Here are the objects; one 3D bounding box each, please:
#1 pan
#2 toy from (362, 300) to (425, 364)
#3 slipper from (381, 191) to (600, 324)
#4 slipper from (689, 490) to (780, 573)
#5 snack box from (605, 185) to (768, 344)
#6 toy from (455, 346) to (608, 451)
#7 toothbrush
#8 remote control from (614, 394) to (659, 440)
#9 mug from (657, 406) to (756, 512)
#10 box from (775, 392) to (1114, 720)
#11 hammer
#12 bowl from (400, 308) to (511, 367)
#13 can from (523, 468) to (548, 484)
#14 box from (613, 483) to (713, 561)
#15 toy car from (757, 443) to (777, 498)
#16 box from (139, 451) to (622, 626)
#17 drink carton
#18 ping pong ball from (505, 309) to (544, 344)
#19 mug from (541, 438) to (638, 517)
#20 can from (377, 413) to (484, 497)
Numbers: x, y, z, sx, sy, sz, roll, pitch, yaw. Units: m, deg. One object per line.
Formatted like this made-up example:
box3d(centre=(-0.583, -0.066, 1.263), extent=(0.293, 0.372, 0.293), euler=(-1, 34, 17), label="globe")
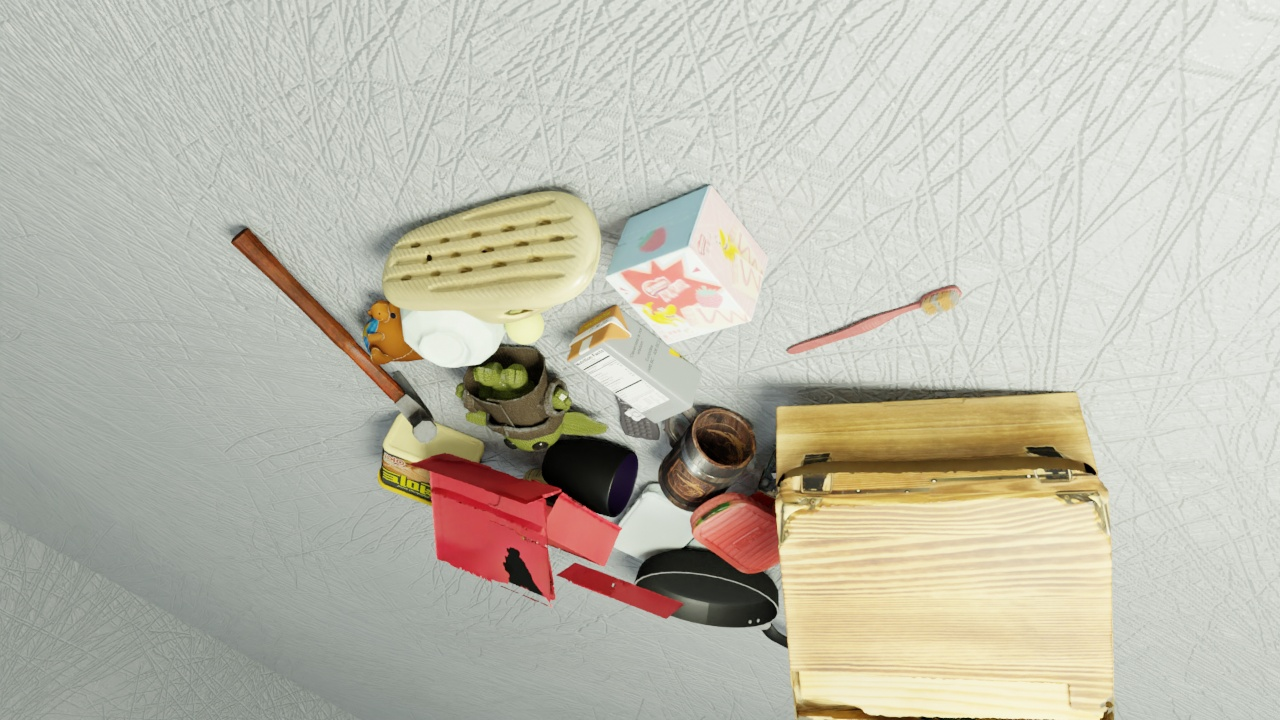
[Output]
box3d(centre=(0.149, 0.358, 1.319), extent=(0.355, 0.044, 0.205), euler=(33, 142, -28), label="pan")
box3d(centre=(-0.258, -0.034, 1.027), extent=(0.103, 0.070, 0.090), euler=(12, 137, -30), label="toy")
box3d(centre=(-0.130, -0.087, 0.850), extent=(0.262, 0.111, 0.079), euler=(-2, 161, 34), label="slipper")
box3d(centre=(0.128, 0.193, 1.088), extent=(0.104, 0.059, 0.248), euler=(-37, 144, 16), label="slipper")
box3d(centre=(0.041, -0.079, 0.783), extent=(0.093, 0.079, 0.095), euler=(-15, 132, 38), label="snack box")
box3d(centre=(-0.137, 0.048, 1.036), extent=(0.179, 0.078, 0.153), euler=(3, 145, 17), label="toy")
box3d(centre=(0.203, -0.030, 0.827), extent=(0.185, 0.015, 0.015), euler=(-21, 122, 45), label="toothbrush")
box3d(centre=(-0.006, 0.053, 1.041), extent=(0.046, 0.009, 0.125), euler=(8, 143, 16), label="remote control")
box3d(centre=(0.061, 0.099, 1.024), extent=(0.116, 0.079, 0.107), euler=(44, 145, 11), label="mug")
box3d(centre=(0.270, 0.187, 0.843), extent=(0.279, 0.263, 0.270), euler=(-3, 138, 14), label="box")
box3d(centre=(-0.344, -0.030, 1.043), extent=(0.300, 0.028, 0.111), euler=(51, 175, -26), label="hammer")
box3d(centre=(-0.196, -0.033, 0.952), extent=(0.117, 0.061, 0.118), euler=(2, 140, 2), label="bowl")
box3d(centre=(-0.114, 0.165, 1.216), extent=(0.080, 0.038, 0.038), euler=(1, 141, 24), label="can")
box3d(centre=(0.063, 0.246, 1.244), extent=(0.190, 0.037, 0.210), euler=(26, 146, -5), label="box")
box3d(centre=(0.163, 0.109, 1.003), extent=(0.047, 0.047, 0.112), euler=(17, 140, 1), label="toy car")
box3d(centre=(-0.243, 0.172, 0.990), extent=(0.215, 0.138, 0.466), euler=(11, 178, 40), label="box")
box3d(centre=(-0.006, 0.005, 0.944), extent=(0.125, 0.048, 0.076), euler=(37, 141, -23), label="drink carton")
box3d(centre=(-0.120, -0.037, 0.949), extent=(0.040, 0.040, 0.040), euler=(13, 144, 9), label="ping pong ball")
box3d(centre=(-0.060, 0.140, 1.134), extent=(0.100, 0.085, 0.118), euler=(16, 175, 21), label="mug")
box3d(centre=(-0.280, 0.137, 1.232), extent=(0.131, 0.072, 0.101), euler=(21, 142, -2), label="can")
